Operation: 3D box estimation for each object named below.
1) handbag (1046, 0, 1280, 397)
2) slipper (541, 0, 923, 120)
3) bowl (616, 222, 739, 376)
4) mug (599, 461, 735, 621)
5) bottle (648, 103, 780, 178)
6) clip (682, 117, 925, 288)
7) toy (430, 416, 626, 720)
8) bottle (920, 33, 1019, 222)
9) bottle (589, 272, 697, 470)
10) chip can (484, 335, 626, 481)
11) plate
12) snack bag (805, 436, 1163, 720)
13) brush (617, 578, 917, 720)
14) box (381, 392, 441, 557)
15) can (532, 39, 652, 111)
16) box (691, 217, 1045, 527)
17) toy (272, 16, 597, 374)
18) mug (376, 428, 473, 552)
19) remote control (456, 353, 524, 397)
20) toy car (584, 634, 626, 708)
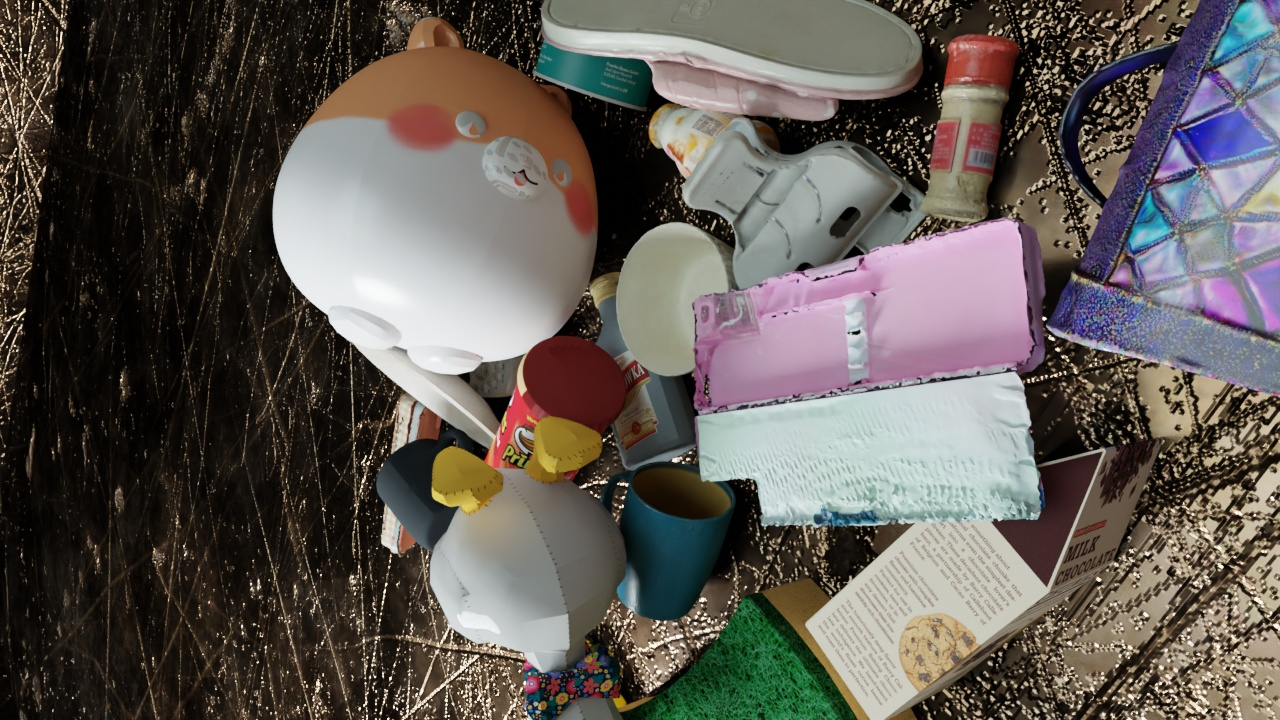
[{"bbox_3d":[0.300,-0.083,0.411,0.222,0.125,0.205,31,112,38],"label":"handbag"},{"bbox_3d":[0.057,-0.217,0.640,0.275,0.113,0.054,17,144,19],"label":"slipper"},{"bbox_3d":[0.042,-0.046,0.708,0.116,0.062,0.115,1,91,45],"label":"bowl"},{"bbox_3d":[0.011,0.138,0.725,0.112,0.084,0.104,29,118,34],"label":"mug"},{"bbox_3d":[0.053,-0.162,0.696,0.108,0.063,0.063,37,115,39],"label":"bottle"},{"bbox_3d":[0.100,-0.098,0.617,0.147,0.081,0.125,34,119,-9],"label":"clip"},{"bbox_3d":[-0.077,0.175,0.682,0.247,0.140,0.268,36,138,57],"label":"toy"},{"bbox_3d":[0.202,-0.141,0.565,0.044,0.044,0.109,16,102,43],"label":"bottle"},{"bbox_3d":[-0.005,0.004,0.766,0.072,0.046,0.161,-32,68,40],"label":"bottle"},{"bbox_3d":[-0.087,0.075,0.782,0.087,0.086,0.214,62,145,25],"label":"chip can"},{"bbox_3d":[-0.196,0.026,0.889,0.189,0.189,0.027,22,69,42],"label":"plate"},{"bbox_3d":[0.204,0.115,0.527,0.207,0.094,0.070,-54,56,30],"label":"snack bag"},{"bbox_3d":[0.081,0.301,0.663,0.251,0.075,0.195,-48,59,33],"label":"brush"},{"bbox_3d":[-0.258,0.125,1.017,0.058,0.053,0.187,-106,27,-77],"label":"box"},{"bbox_3d":[-0.020,-0.288,0.742,0.099,0.099,0.144,34,113,39],"label":"can"},{"bbox_3d":[0.122,0.019,0.543,0.231,0.035,0.159,-12,72,46],"label":"box"},{"bbox_3d":[-0.160,-0.134,0.774,0.266,0.262,0.280,-2,69,56],"label":"toy"},{"bbox_3d":[-0.203,0.125,0.938,0.094,0.085,0.122,39,110,36],"label":"mug"},{"bbox_3d":[-0.158,0.007,0.929,0.114,0.028,0.060,11,98,44],"label":"remote control"},{"bbox_3d":[-0.041,0.297,0.816,0.049,0.030,0.107,-52,55,33],"label":"toy car"}]
